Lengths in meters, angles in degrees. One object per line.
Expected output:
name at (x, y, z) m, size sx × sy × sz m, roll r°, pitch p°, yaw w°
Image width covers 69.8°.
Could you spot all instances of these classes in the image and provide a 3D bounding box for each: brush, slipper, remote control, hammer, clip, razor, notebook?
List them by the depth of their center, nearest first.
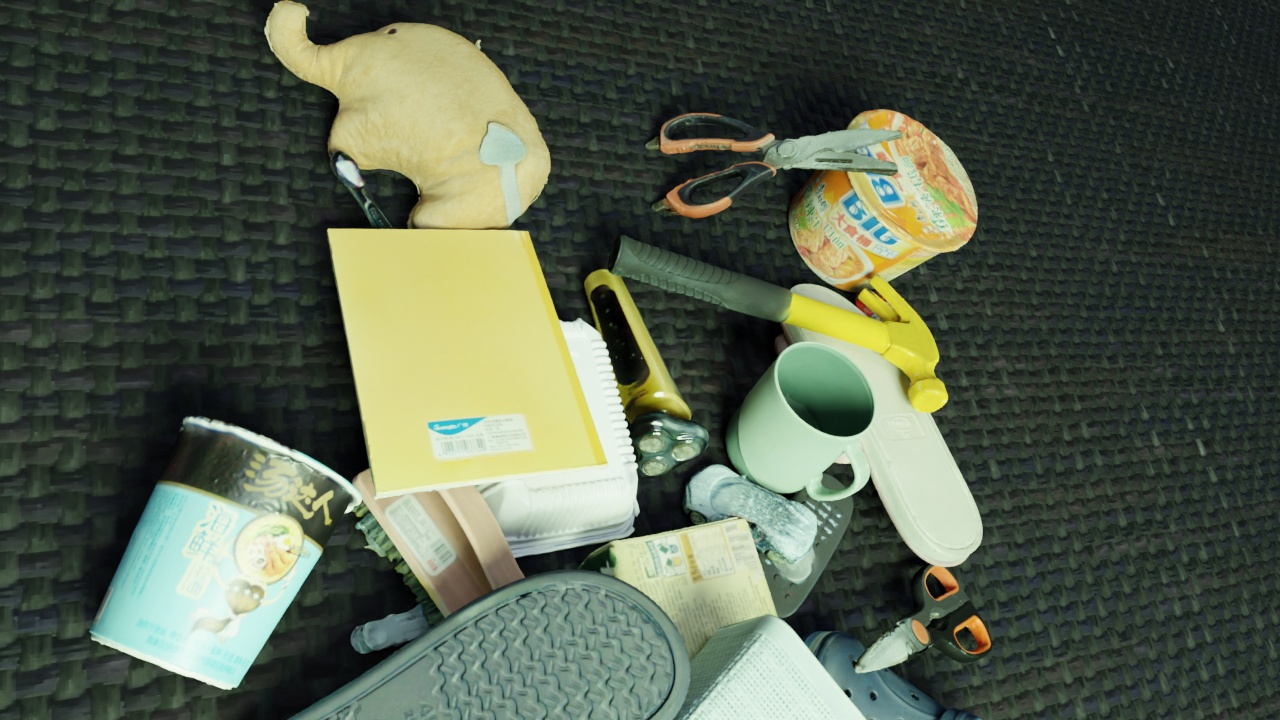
slipper at (-0.102, 0.206, 0.513) m, size 0.268 × 0.083 × 0.110 m, roll -25°, pitch 71°, yaw -7°
clip at (-0.147, 0.164, 0.563) m, size 0.056 × 0.028 × 0.024 m, roll -3°, pitch 69°, yaw -41°
brush at (-0.113, 0.119, 0.566) m, size 0.145 × 0.073 × 0.063 m, roll 55°, pitch 35°, yaw 4°
notebook at (-0.116, -0.010, 0.596) m, size 0.145 × 0.010 × 0.206 m, roll -4°, pitch 54°, yaw -27°
slipper at (0.206, 0.295, 0.649) m, size 0.253 × 0.095 × 0.104 m, roll 43°, pitch 51°, yaw -8°
razor at (-0.180, -0.089, 0.653) m, size 0.042 × 0.022 × 0.142 m, roll -31°, pitch 90°, yaw -16°
razor at (-0.004, 0.004, 0.702) m, size 0.067 × 0.062 × 0.167 m, roll 20°, pitch 44°, yaw -61°
remote control at (0.124, 0.144, 0.719) m, size 0.053 × 0.024 × 0.136 m, roll 42°, pitch 54°, yaw 1°
hammer at (0.117, -0.045, 0.755) m, size 0.300 × 0.033 × 0.128 m, roll 15°, pitch 45°, yaw -19°
slipper at (0.194, 0.052, 0.783) m, size 0.114 × 0.055 × 0.274 m, roll -8°, pitch 60°, yaw -36°

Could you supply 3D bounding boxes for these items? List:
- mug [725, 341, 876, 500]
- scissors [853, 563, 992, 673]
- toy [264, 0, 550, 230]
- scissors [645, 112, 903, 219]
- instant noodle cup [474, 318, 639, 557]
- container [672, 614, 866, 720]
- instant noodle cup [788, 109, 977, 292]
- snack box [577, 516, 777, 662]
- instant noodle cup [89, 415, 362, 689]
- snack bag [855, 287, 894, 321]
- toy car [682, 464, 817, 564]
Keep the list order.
mug at (0.126, 0.059, 0.703) m, size 0.082 × 0.107 × 0.111 m, roll -23°, pitch 68°, yaw -33°
scissors at (0.200, 0.193, 0.694) m, size 0.234 × 0.022 × 0.125 m, roll 22°, pitch 39°, yaw -40°
toy at (-0.169, -0.190, 0.686) m, size 0.226 × 0.083 × 0.143 m, roll 45°, pitch 68°, yaw -1°
scissors at (0.107, -0.171, 0.796) m, size 0.214 × 0.015 × 0.197 m, roll -40°, pitch 62°, yaw -3°
instant noodle cup at (-0.068, 0.043, 0.643) m, size 0.137 × 0.061 × 0.173 m, roll -4°, pitch 67°, yaw -30°
container at (0.053, 0.221, 0.526) m, size 0.111 × 0.090 × 0.090 m, roll -37°, pitch 85°, yaw -31°
instant noodle cup at (0.219, -0.141, 0.860) m, size 0.151 × 0.112 × 0.151 m, roll 13°, pitch 61°, yaw -23°
snack box at (0.047, 0.232, 0.610) m, size 0.114 × 0.063 × 0.240 m, roll -6°, pitch 70°, yaw -31°
instant noodle cup at (-0.228, 0.109, 0.500) m, size 0.111 × 0.111 × 0.120 m, roll 27°, pitch 64°, yaw -15°
snack bag at (0.238, -0.018, 0.864) m, size 0.048 × 0.026 × 0.104 m, roll -13°, pitch 72°, yaw -21°
toy car at (0.083, 0.114, 0.693) m, size 0.105 × 0.031 × 0.048 m, roll 24°, pitch 51°, yaw 8°
